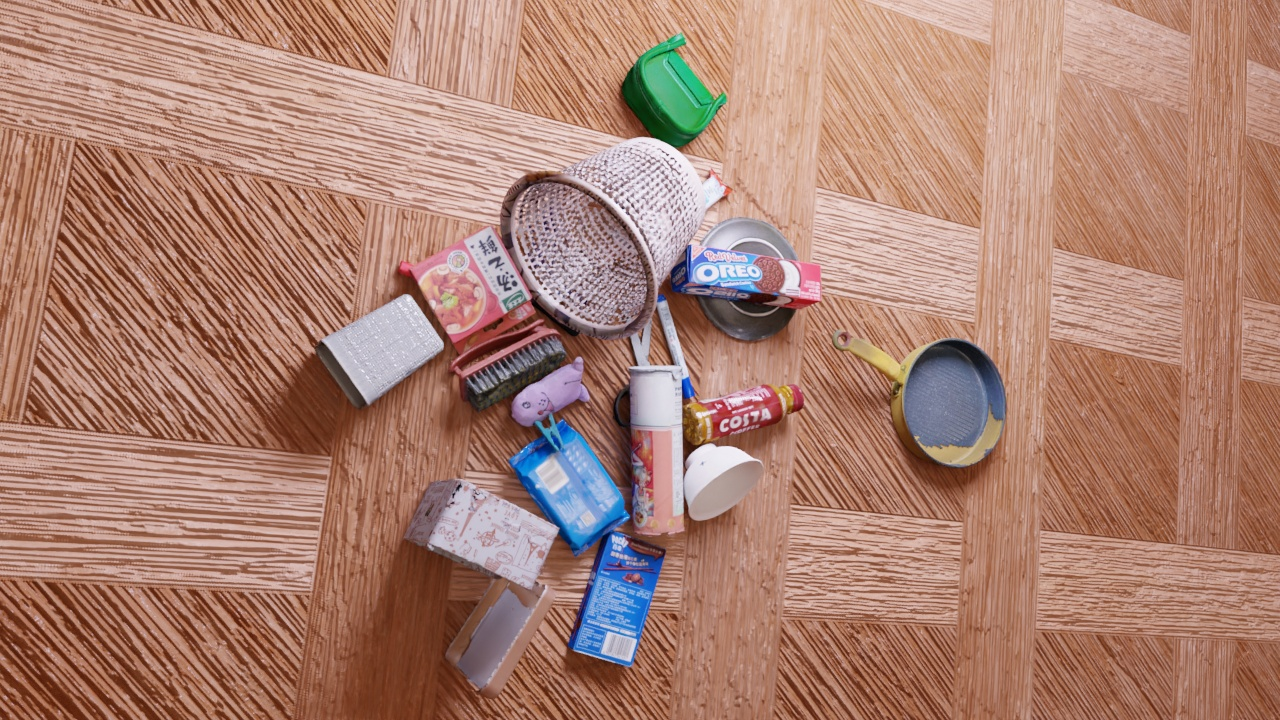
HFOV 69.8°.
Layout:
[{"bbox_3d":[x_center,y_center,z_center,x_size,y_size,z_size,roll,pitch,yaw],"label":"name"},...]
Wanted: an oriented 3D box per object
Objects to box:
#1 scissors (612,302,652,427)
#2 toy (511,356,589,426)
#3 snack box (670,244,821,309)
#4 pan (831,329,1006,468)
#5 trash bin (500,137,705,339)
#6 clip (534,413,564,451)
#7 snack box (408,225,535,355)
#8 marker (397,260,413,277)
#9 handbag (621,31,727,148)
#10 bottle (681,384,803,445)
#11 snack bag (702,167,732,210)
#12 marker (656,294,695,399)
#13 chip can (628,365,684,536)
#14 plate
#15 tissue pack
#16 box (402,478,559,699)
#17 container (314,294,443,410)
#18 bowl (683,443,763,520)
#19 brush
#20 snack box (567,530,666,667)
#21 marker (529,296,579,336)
[{"bbox_3d":[0.004,0.012,1.233,0.170,0.014,0.159,43,70,-12],"label":"scissors"},{"bbox_3d":[-0.115,0.046,1.159,0.108,0.039,0.084,-31,142,-17],"label":"toy"},{"bbox_3d":[0.145,-0.112,1.251,0.207,0.058,0.057,6,79,-22],"label":"snack box"},{"bbox_3d":[0.410,0.034,1.363,0.357,0.078,0.197,23,77,-19],"label":"pan"},{"bbox_3d":[-0.028,-0.169,1.135,0.227,0.228,0.191,52,51,-11],"label":"trash bin"},{"bbox_3d":[-0.110,0.091,1.133,0.049,0.015,0.057,-27,53,-13],"label":"clip"},{"bbox_3d":[-0.201,-0.083,1.119,0.113,0.044,0.127,-32,106,-13],"label":"snack box"},{"bbox_3d":[-0.229,-0.092,1.142,0.145,0.017,0.017,19,78,-20],"label":"marker"},{"bbox_3d":[0.049,-0.368,1.253,0.131,0.068,0.120,48,69,-12],"label":"handbag"},{"bbox_3d":[0.142,0.069,1.259,0.174,0.058,0.057,-13,90,-23],"label":"bottle"},{"bbox_3d":[0.085,-0.224,1.278,0.048,0.026,0.104,45,72,-7],"label":"snack bag"},{"bbox_3d":[0.046,-0.019,1.250,0.016,0.017,0.146,-18,92,-23],"label":"marker"},{"bbox_3d":[0.022,0.115,1.187,0.071,0.071,0.214,-3,93,-23],"label":"chip can"},{"bbox_3d":[0.158,-0.117,1.301,0.179,0.024,0.179,2,85,-22],"label":"plate"},{"bbox_3d":[-0.088,0.162,1.159,0.094,0.052,0.157,-37,99,-19],"label":"tissue pack"},{"bbox_3d":[-0.199,0.254,1.039,0.157,0.183,0.192,31,71,-17],"label":"box"},{"bbox_3d":[-0.301,-0.013,1.068,0.114,0.090,0.090,-37,100,-24],"label":"container"},{"bbox_3d":[0.097,0.151,1.223,0.118,0.118,0.064,-23,55,-23],"label":"bowl"},{"bbox_3d":[-0.162,-0.002,1.142,0.145,0.063,0.069,-30,67,-23],"label":"brush"},{"bbox_3d":[-0.029,0.306,1.185,0.084,0.026,0.157,22,77,-20],"label":"snack box"},{"bbox_3d":[-0.127,-0.072,1.185,0.124,0.015,0.018,40,70,-17],"label":"marker"}]
